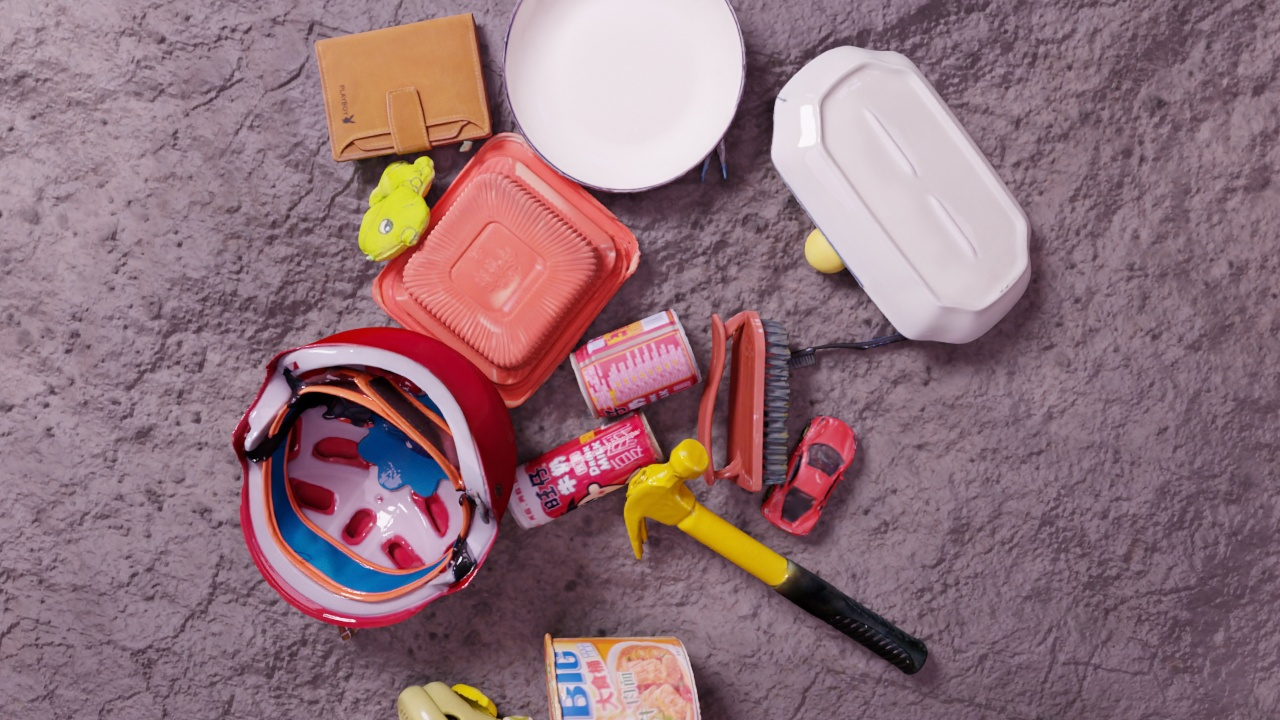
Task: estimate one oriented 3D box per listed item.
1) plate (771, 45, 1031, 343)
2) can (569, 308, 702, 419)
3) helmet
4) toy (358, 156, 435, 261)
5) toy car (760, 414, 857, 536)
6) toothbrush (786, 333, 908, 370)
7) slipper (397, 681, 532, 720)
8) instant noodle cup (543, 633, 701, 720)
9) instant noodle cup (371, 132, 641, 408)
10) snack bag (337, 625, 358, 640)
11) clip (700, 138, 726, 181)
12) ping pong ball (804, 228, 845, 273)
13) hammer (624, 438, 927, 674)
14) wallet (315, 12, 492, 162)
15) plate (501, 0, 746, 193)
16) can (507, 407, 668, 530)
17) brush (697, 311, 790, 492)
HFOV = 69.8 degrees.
[{"bbox_3d":[0.221,-0.137,0.740,0.161,0.034,0.265,-39,95,-14],"label":"plate"},{"bbox_3d":[-0.004,0.004,0.752,0.094,0.066,0.066,-22,95,0],"label":"can"},{"bbox_3d":[-0.195,0.080,0.721,0.207,0.143,0.241,32,117,0],"label":"helmet"},{"bbox_3d":[-0.195,-0.119,0.732,0.031,0.097,0.100,41,65,-42],"label":"toy"},{"bbox_3d":[0.146,0.097,0.781,0.049,0.031,0.106,30,92,-4],"label":"toy car"},{"bbox_3d":[0.210,-0.016,0.781,0.189,0.014,0.016,-11,96,-1],"label":"toothbrush"},{"bbox_3d":[-0.124,0.339,0.779,0.190,0.092,0.081,45,53,5],"label":"slipper"},{"bbox_3d":[-0.016,0.292,0.742,0.111,0.151,0.151,-5,95,-9],"label":"instant noodle cup"},{"bbox_3d":[-0.108,-0.073,0.739,0.164,0.079,0.189,38,92,-4],"label":"instant noodle cup"},{"bbox_3d":[-0.219,0.197,0.785,0.104,0.026,0.048,-26,83,1],"label":"snack bag"},{"bbox_3d":[0.063,-0.177,0.761,0.043,0.027,0.058,1,91,6],"label":"clip"},{"bbox_3d":[0.157,-0.092,0.760,0.040,0.040,0.040,0,95,-1],"label":"ping pong ball"},{"bbox_3d":[0.116,0.178,0.765,0.300,0.032,0.129,33,132,-11],"label":"hammer"},{"bbox_3d":[-0.190,-0.214,0.746,0.130,0.035,0.119,-10,82,-1],"label":"wallet"},{"bbox_3d":[-0.013,-0.232,0.734,0.192,0.039,0.192,1,102,3],"label":"plate"},{"bbox_3d":[-0.047,0.091,0.765,0.133,0.053,0.053,-26,95,1],"label":"can"},{"bbox_3d":[0.084,0.032,0.758,0.069,0.063,0.146,1,94,-15],"label":"brush"}]
